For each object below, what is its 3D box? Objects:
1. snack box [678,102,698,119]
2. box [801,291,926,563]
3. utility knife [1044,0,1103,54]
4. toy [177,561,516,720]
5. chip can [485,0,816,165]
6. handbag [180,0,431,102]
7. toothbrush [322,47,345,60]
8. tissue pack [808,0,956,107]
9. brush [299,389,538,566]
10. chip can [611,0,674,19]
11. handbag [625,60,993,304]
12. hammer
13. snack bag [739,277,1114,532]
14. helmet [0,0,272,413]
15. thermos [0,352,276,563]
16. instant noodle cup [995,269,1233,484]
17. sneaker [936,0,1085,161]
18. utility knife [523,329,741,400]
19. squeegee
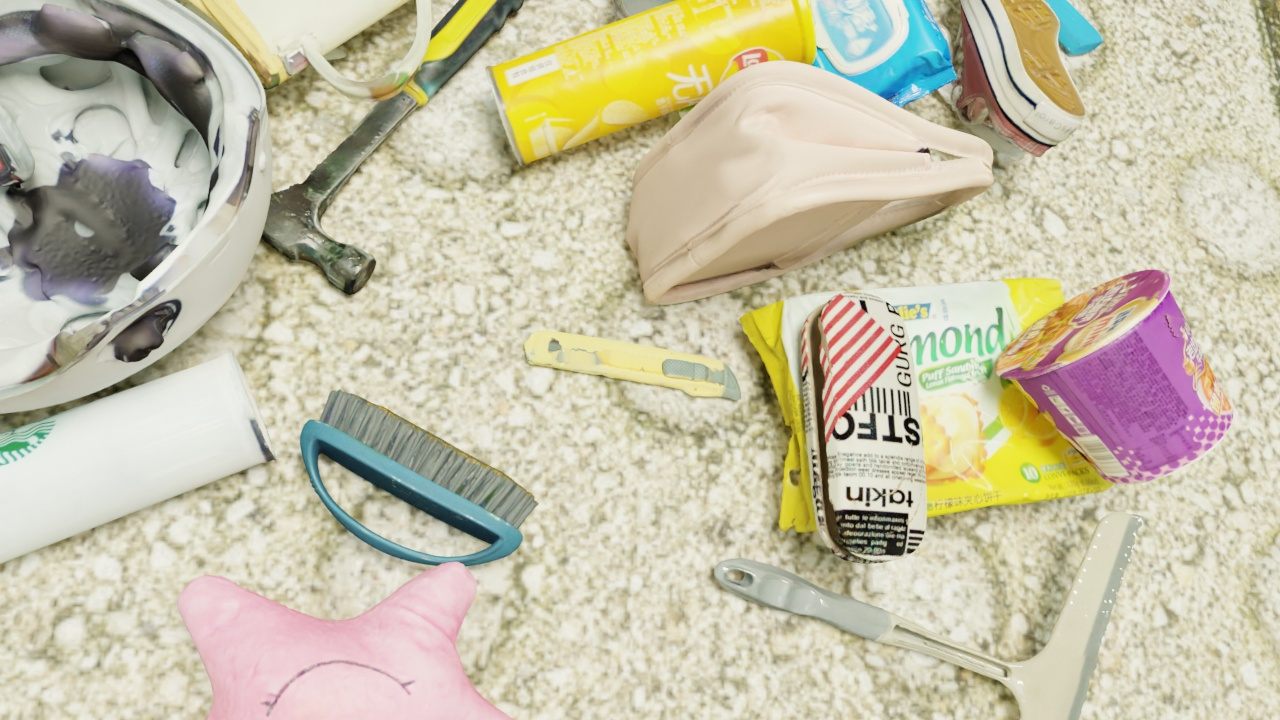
[{"bbox_3d":[0.075,-0.251,0.689,0.086,0.026,0.156,-4,70,19],"label":"snack box"},{"bbox_3d":[0.135,0.036,0.543,0.074,0.064,0.164,-5,75,4],"label":"box"},{"bbox_3d":[0.340,-0.332,0.808,0.034,0.018,0.166,-36,82,-25],"label":"utility knife"},{"bbox_3d":[-0.150,0.198,0.483,0.194,0.075,0.178,2,76,-16],"label":"toy"},{"bbox_3d":[0.007,-0.199,0.618,0.213,0.072,0.072,-19,77,0],"label":"chip can"},{"bbox_3d":[-0.200,-0.244,0.597,0.179,0.063,0.163,38,65,16],"label":"handbag"},{"bbox_3d":[-0.296,-0.203,0.610,0.191,0.016,0.018,-3,83,-15],"label":"toothbrush"},{"bbox_3d":[0.167,-0.259,0.700,0.052,0.095,0.157,1,65,-59],"label":"tissue pack"},{"bbox_3d":[-0.135,0.077,0.536,0.144,0.055,0.073,30,66,-3],"label":"brush"},{"bbox_3d":[0.041,-0.346,0.682,0.071,0.071,0.214,19,74,-7],"label":"chip can"},{"bbox_3d":[0.123,-0.107,0.598,0.233,0.194,0.093,-5,80,-24],"label":"handbag"},{"bbox_3d":[-0.153,-0.200,0.636,0.126,0.032,0.322,34,68,-2],"label":"hammer"},{"bbox_3d":[0.197,0.030,0.627,0.246,0.068,0.158,-5,74,-15],"label":"snack bag"},{"bbox_3d":[-0.321,-0.078,0.493,0.229,0.146,0.258,32,72,2],"label":"helmet"},{"bbox_3d":[-0.319,0.063,0.488,0.224,0.073,0.073,-22,79,-19],"label":"thermos"},{"bbox_3d":[0.297,0.014,0.566,0.111,0.112,0.099,-40,94,-22],"label":"instant noodle cup"},{"bbox_3d":[0.278,-0.233,0.725,0.118,0.088,0.240,24,46,-18],"label":"sneaker"},{"bbox_3d":[-0.004,0.004,0.617,0.151,0.018,0.030,7,65,-7],"label":"utility knife"},{"bbox_3d":[0.161,0.174,0.588,0.246,0.039,0.246,20,86,-1],"label":"squeegee"}]
